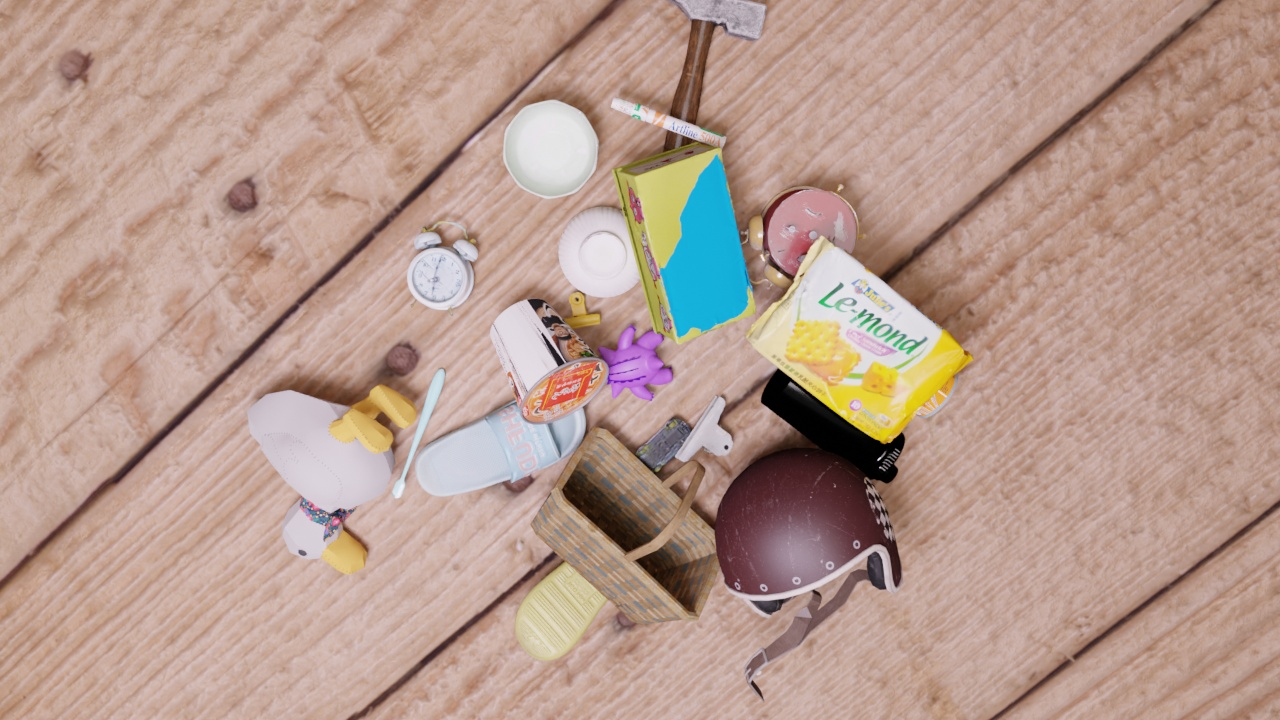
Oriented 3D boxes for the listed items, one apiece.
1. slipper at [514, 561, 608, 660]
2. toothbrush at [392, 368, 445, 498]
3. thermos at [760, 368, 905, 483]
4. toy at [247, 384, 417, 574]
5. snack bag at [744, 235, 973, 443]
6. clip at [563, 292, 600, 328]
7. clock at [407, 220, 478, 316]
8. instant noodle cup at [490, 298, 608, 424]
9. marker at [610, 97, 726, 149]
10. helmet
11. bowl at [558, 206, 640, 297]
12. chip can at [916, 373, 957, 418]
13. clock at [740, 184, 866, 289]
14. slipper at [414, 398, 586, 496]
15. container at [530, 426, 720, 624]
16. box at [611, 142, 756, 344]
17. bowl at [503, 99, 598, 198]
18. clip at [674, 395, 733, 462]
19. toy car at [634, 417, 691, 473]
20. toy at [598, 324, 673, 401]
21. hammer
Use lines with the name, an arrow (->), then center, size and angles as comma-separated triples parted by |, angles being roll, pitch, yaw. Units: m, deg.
slipper -> -0.095, 0.319, 1.253 | 0.091, 0.082, 0.190 | 45, 71, 1
toothbrush -> -0.293, 0.096, 1.216 | 0.016, 0.016, 0.180 | 20, 88, -5
thermos -> 0.262, 0.081, 1.204 | 0.198, 0.086, 0.086 | 37, 98, -8
toy -> -0.405, 0.142, 1.184 | 0.246, 0.140, 0.268 | 43, 115, -7
snack bag -> 0.263, -0.021, 1.115 | 0.247, 0.068, 0.160 | 37, 106, -9
clip -> -0.080, -0.064, 1.197 | 0.054, 0.044, 0.049 | -9, 126, 2
clock -> -0.253, -0.119, 1.169 | 0.083, 0.057, 0.117 | 12, 94, -4
instant noodle cup -> -0.123, -0.005, 1.151 | 0.124, 0.123, 0.121 | -38, 64, 6
marker -> 0.034, -0.291, 1.123 | 0.145, 0.017, 0.017 | 19, 100, -5
helmet -> 0.206, 0.242, 1.164 | 0.234, 0.233, 0.253 | -21, 117, 30
bowl -> -0.047, -0.135, 1.166 | 0.118, 0.062, 0.118 | 0, 102, -1
chip can -> 0.303, -0.016, 1.191 | 0.215, 0.075, 0.075 | 35, 98, -8
clock -> 0.197, -0.152, 1.157 | 0.159, 0.081, 0.117 | -27, 101, 4
slipper -> -0.185, 0.117, 1.209 | 0.245, 0.074, 0.104 | -23, 102, 5
container -> 0.005, 0.205, 1.169 | 0.250, 0.157, 0.187 | 44, 128, -9
box -> 0.056, -0.143, 1.128 | 0.124, 0.082, 0.221 | -23, 115, -14
bowl -> -0.109, -0.261, 1.140 | 0.117, 0.061, 0.117 | 0, 101, -1
clip -> 0.097, 0.103, 1.221 | 0.056, 0.046, 0.101 | 38, 79, -16
toy car -> 0.029, 0.115, 1.235 | 0.090, 0.027, 0.038 | -42, 105, 2
toy -> -0.007, 0.007, 1.199 | 0.088, 0.055, 0.106 | -14, 103, 6
hammer -> 0.017, -0.315, 1.145 | 0.217, 0.037, 0.301 | 11, 102, -3
